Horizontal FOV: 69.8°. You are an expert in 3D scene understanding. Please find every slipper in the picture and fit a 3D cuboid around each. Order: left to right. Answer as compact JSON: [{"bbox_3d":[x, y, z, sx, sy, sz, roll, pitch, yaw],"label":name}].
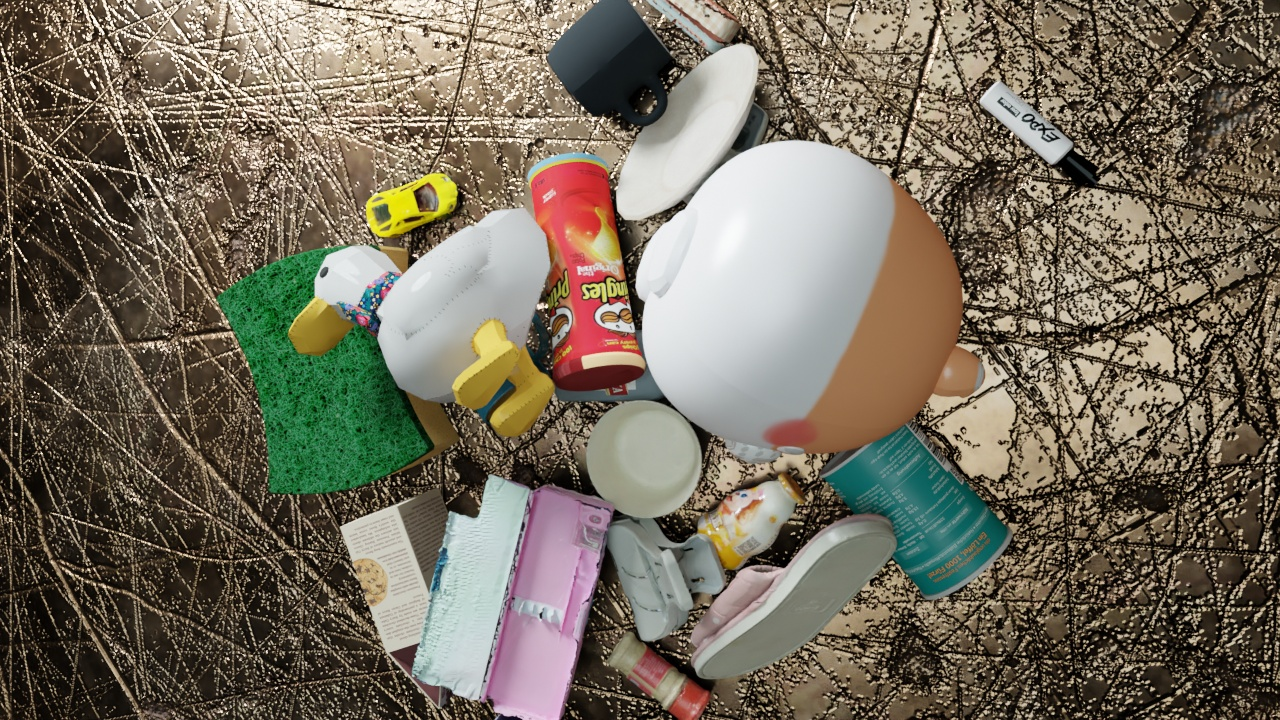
[{"bbox_3d":[0.133,0.217,0.853,0.275,0.114,0.054,-54,39,36],"label":"slipper"}]

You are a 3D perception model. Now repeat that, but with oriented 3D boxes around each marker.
[{"bbox_3d":[0.359,-0.200,0.821,0.126,0.025,0.025,44,103,8],"label":"marker"}]

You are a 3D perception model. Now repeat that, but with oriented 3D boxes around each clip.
[{"bbox_3d":[0.012,0.211,0.898,0.148,0.081,0.125,-20,92,58],"label":"clip"}]

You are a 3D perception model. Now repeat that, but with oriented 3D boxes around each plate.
[{"bbox_3d":[0.047,-0.204,0.843,0.027,0.188,0.189,32,104,-26],"label":"plate"}]

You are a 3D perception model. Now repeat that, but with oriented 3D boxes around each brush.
[{"bbox_3d":[-0.324,0.010,0.988,0.195,0.075,0.250,-15,90,15],"label":"brush"}]

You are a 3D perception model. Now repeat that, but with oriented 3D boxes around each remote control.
[{"bbox_3d":[0.078,-0.200,0.893,0.060,0.028,0.114,32,101,10],"label":"remote control"}]

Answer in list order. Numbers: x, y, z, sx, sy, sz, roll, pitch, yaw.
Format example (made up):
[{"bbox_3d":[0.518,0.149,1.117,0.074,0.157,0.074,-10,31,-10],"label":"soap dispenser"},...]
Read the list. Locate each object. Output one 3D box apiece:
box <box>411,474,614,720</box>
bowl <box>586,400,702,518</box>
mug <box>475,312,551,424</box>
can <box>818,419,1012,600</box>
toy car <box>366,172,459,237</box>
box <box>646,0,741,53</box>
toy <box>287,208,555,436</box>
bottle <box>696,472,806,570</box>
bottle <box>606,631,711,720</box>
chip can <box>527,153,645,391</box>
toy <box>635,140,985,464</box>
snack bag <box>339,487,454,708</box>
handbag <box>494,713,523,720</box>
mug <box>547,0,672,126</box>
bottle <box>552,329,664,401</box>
[{"bbox_3d":[-0.127,0.229,0.896,0.159,0.035,0.230,15,96,3],"label":"box"},{"bbox_3d":[0.010,0.094,0.914,0.115,0.062,0.115,1,94,15],"label":"bowl"},{"bbox_3d":[-0.145,-0.010,0.935,0.112,0.084,0.104,-45,74,20],"label":"mug"},{"bbox_3d":[0.248,0.129,0.836,0.099,0.099,0.144,-42,83,13],"label":"can"},{"bbox_3d":[-0.243,-0.166,0.978,0.107,0.030,0.049,-18,88,14],"label":"toy car"},{"bbox_3d":[0.020,-0.368,0.887,0.187,0.053,0.058,40,61,8],"label":"box"},{"bbox_3d":[-0.188,-0.048,0.848,0.246,0.141,0.267,-46,60,-4],"label":"toy"},{"bbox_3d":[0.108,0.154,0.893,0.109,0.063,0.063,-40,84,13],"label":"bottle"},{"bbox_3d":[0.019,0.325,0.940,0.109,0.044,0.044,35,102,10],"label":"bottle"},{"bbox_3d":[-0.054,-0.084,0.878,0.087,0.087,0.213,-14,74,15],"label":"chip can"},{"bbox_3d":[0.136,-0.039,0.774,0.280,0.263,0.265,24,88,-8],"label":"toy"},{"bbox_3d":[-0.228,0.251,0.971,0.070,0.094,0.206,-21,89,15],"label":"snack bag"},{"bbox_3d":[-0.110,0.467,0.941,0.222,0.125,0.205,-44,83,16],"label":"handbag"},{"bbox_3d":[-0.020,-0.280,0.885,0.095,0.085,0.121,-37,90,15],"label":"mug"},{"bbox_3d":[-0.005,0.005,0.920,0.161,0.046,0.072,-1,94,15],"label":"bottle"}]
